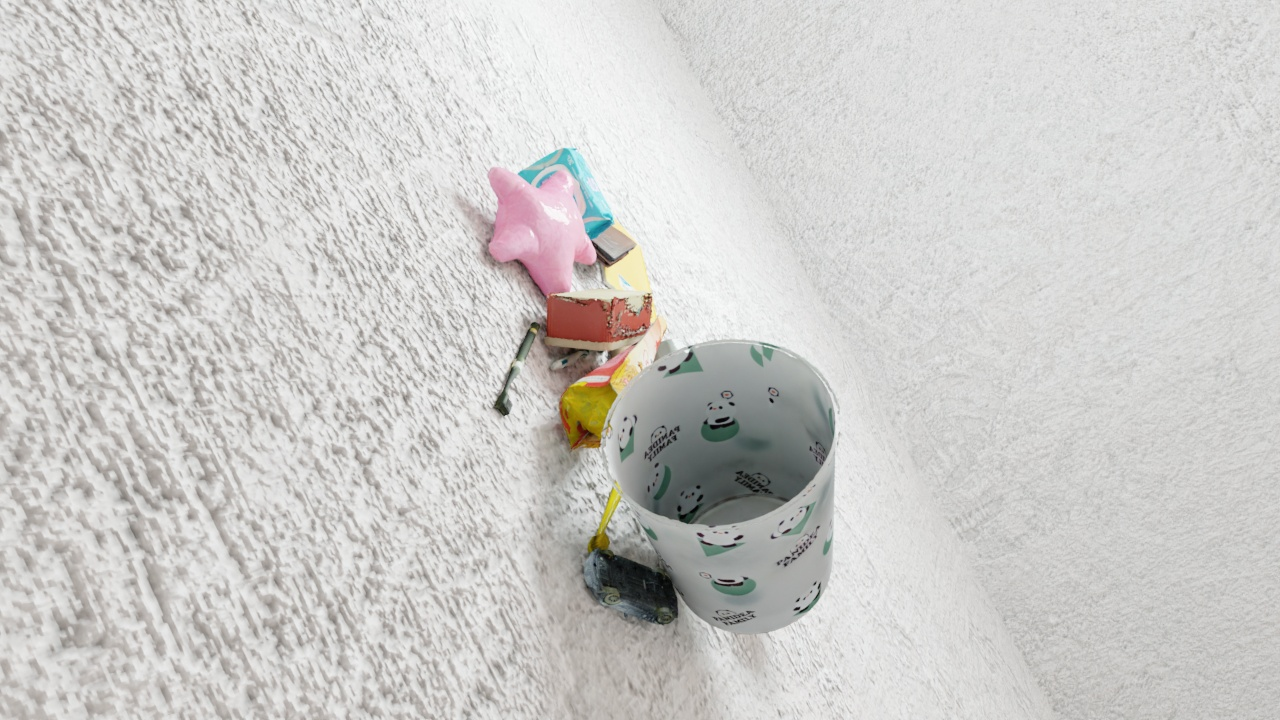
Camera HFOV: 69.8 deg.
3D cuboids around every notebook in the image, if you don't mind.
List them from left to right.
[{"bbox_3d":[-0.026,-0.155,1.451,0.146,0.010,0.206,41,27,-42],"label":"notebook"}]

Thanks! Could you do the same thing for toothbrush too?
[{"bbox_3d":[-0.128,0.005,0.976,0.017,0.012,0.185,58,19,-22],"label":"toothbrush"},{"bbox_3d":[-0.071,-0.006,1.125,0.018,0.016,0.191,69,19,-4],"label":"toothbrush"},{"bbox_3d":[-0.027,0.156,0.996,0.016,0.017,0.189,56,20,-12],"label":"toothbrush"}]

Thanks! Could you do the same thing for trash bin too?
[{"bbox_3d":[0.099,0.145,0.956,0.252,0.229,0.229,73,5,-45],"label":"trash bin"}]

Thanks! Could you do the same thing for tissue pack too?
[{"bbox_3d":[-0.100,-0.212,1.230,0.133,0.093,0.050,63,16,10],"label":"tissue pack"}]

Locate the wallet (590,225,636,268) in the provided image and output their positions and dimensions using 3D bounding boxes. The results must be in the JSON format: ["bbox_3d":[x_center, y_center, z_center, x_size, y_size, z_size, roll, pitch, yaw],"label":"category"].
[{"bbox_3d":[-0.071,-0.186,1.311,0.124,0.032,0.101,39,24,2],"label":"wallet"}]

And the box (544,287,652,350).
[{"bbox_3d":[-0.045,-0.060,1.116,0.168,0.091,0.078,-20,114,-70],"label":"box"}]

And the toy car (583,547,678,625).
[{"bbox_3d":[-0.010,0.228,0.913,0.120,0.037,0.054,32,33,-35],"label":"toy car"}]

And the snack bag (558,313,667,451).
[{"bbox_3d":[-0.024,0.027,1.051,0.073,0.129,0.207,30,23,6],"label":"snack bag"}]

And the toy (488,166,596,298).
[{"bbox_3d":[-0.122,-0.149,1.119,0.194,0.075,0.178,-18,94,-57],"label":"toy"}]

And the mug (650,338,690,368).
[{"bbox_3d":[0.060,0.034,1.179,0.123,0.084,0.103,-3,60,-39],"label":"mug"}]

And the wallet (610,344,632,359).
[{"bbox_3d":[-0.007,0.007,1.237,0.090,0.033,0.115,45,25,-29],"label":"wallet"}]
